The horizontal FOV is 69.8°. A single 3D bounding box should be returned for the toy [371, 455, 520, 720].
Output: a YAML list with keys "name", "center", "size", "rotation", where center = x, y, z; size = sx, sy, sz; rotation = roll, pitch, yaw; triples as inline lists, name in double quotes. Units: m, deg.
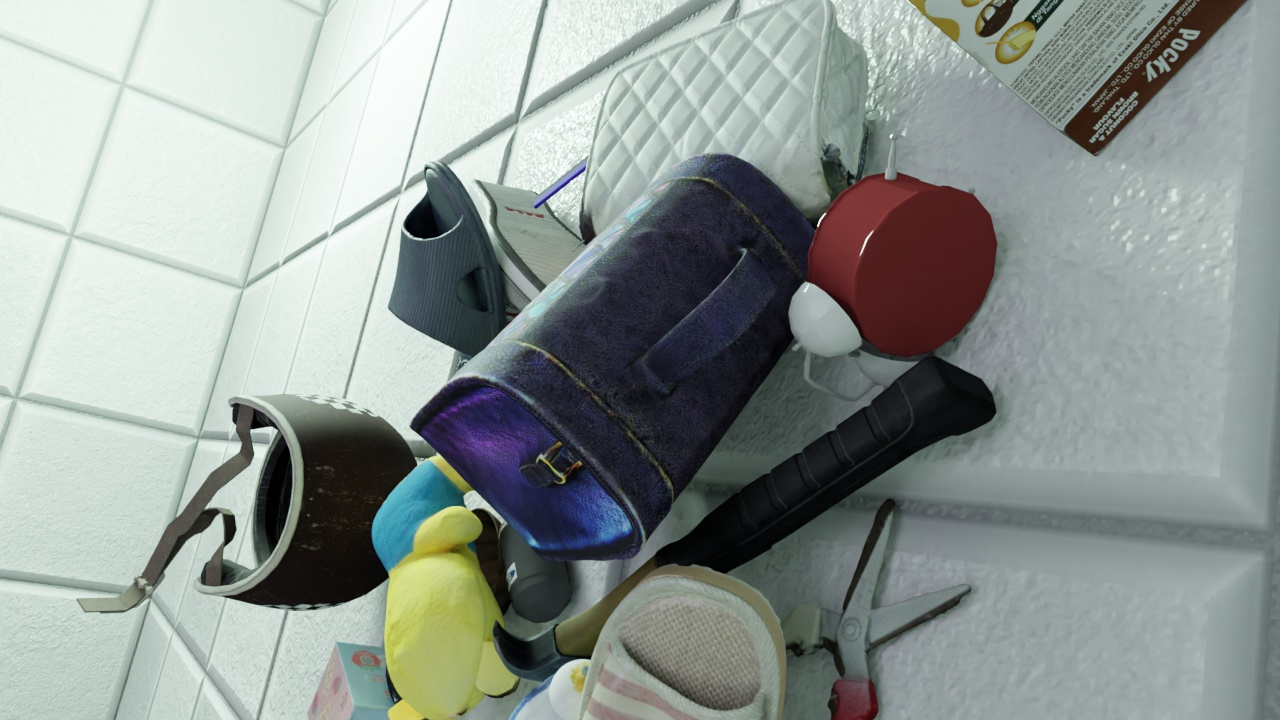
- name: "toy"
  center: [-0.160, 0.178, 0.712]
  size: [0.149, 0.084, 0.213]
  rotation: [-58, 35, 38]

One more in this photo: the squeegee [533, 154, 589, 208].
- name: "squeegee"
  center: [-0.007, -0.114, 0.718]
  size: [0.250, 0.055, 0.184]
  rotation: [-28, 62, 39]

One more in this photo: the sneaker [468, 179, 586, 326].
- name: "sneaker"
  center: [-0.114, -0.069, 0.838]
  size: [0.263, 0.096, 0.129]
  rotation: [50, 128, 53]

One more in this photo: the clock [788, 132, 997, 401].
- name: "clock"
  center: [0.122, -0.038, 0.451]
  size: [0.124, 0.087, 0.044]
  rotation: [-62, 32, 9]

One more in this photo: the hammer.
- name: "hammer"
  center: [0.038, 0.102, 0.497]
  size: [0.334, 0.117, 0.025]
  rotation: [-42, 45, 32]

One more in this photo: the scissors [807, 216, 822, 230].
- name: "scissors"
  center: [0.090, -0.119, 0.612]
  size: [0.142, 0.014, 0.164]
  rotation: [4, 75, 57]

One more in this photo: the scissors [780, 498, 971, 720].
- name: "scissors"
  center: [0.082, 0.164, 0.474]
  size: [0.180, 0.015, 0.199]
  rotation: [-1, 72, 57]

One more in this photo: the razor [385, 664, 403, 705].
- name: "razor"
  center: [-0.193, 0.245, 0.799]
  size: [0.140, 0.053, 0.064]
  rotation: [-118, 35, -65]

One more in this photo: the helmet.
- name: "helmet"
  center: [-0.352, 0.148, 0.923]
  size: [0.234, 0.253, 0.233]
  rotation: [2, 80, 32]

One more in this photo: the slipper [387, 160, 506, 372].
- name: "slipper"
  center: [-0.165, -0.033, 0.782]
  size: [0.101, 0.082, 0.264]
  rotation: [29, 134, 51]

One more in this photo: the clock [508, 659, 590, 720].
- name: "clock"
  center: [-0.026, 0.216, 0.546]
  size: [0.125, 0.088, 0.052]
  rotation: [-62, 38, 18]

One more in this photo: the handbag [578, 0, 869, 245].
- name: "handbag"
  center: [0.053, -0.139, 0.592]
  size: [0.195, 0.072, 0.138]
  rotation: [-6, 66, 43]

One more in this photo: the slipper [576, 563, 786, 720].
- name: "slipper"
  center: [0.005, 0.232, 0.463]
  size: [0.115, 0.052, 0.263]
  rotation: [18, 103, 25]

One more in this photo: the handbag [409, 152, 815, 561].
- name: "handbag"
  center: [-0.005, -0.003, 0.514]
  size: [0.204, 0.125, 0.223]
  rotation: [-49, 11, -34]

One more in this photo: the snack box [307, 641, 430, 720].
- name: "snack box"
  center: [-0.229, 0.310, 0.803]
  size: [0.095, 0.093, 0.079]
  rotation: [35, 103, 57]

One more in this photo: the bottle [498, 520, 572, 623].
- name: "bottle"
  center: [-0.084, 0.148, 0.710]
  size: [0.047, 0.047, 0.112]
  rotation: [-53, 36, 27]

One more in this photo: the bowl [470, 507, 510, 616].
- name: "bowl"
  center: [-0.135, 0.187, 0.780]
  size: [0.120, 0.032, 0.119]
  rotation: [-33, 48, 46]

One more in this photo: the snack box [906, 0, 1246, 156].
- name: "snack box"
  center: [0.203, -0.195, 0.458]
  size: [0.101, 0.031, 0.185]
  rotation: [-52, 36, 28]
